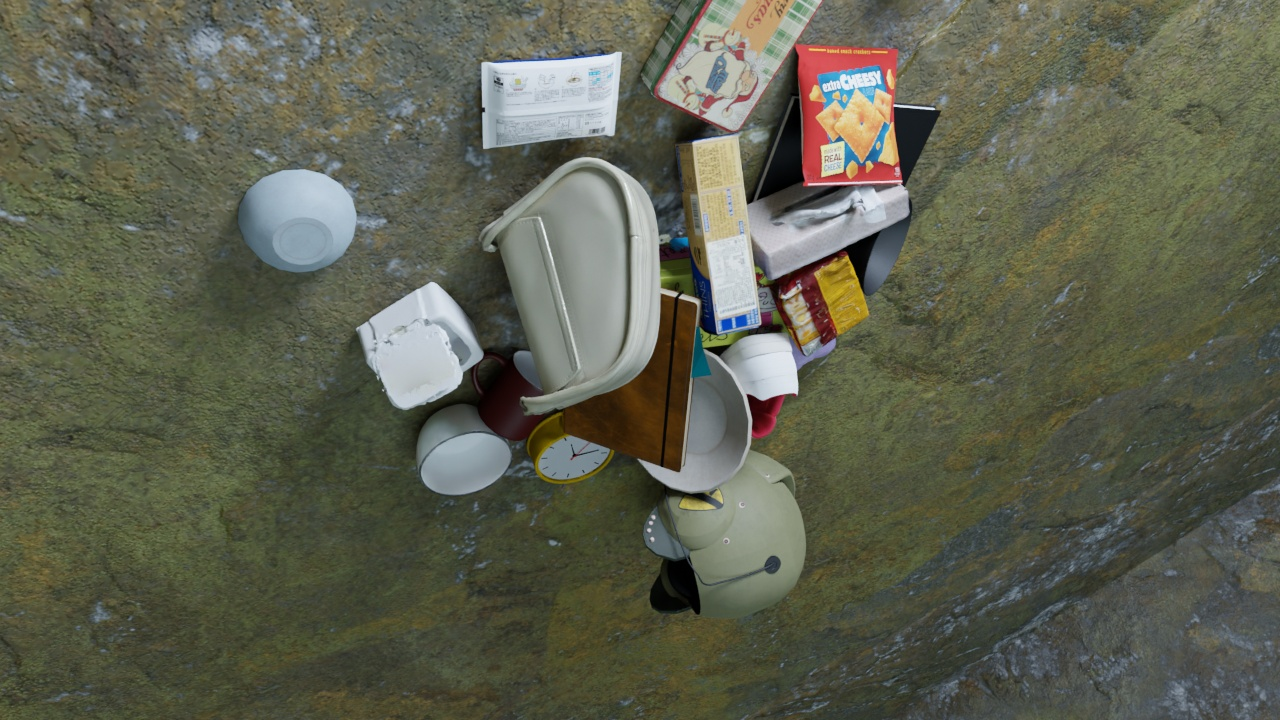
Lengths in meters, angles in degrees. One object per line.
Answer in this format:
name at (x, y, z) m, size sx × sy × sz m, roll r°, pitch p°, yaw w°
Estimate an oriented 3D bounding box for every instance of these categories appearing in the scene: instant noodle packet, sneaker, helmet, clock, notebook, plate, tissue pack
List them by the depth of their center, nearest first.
instant noodle packet at (-0.084, -0.246, 0.872) m, size 0.134 × 0.026 × 0.087 m, roll -11°, pitch 136°, yaw -19°
tissue pack at (0.203, -0.167, 1.025) m, size 0.181 × 0.103 × 0.071 m, roll -22°, pitch 134°, yaw -7°
notebook at (-0.008, 0.008, 1.056) m, size 0.014 × 0.178 × 0.250 m, roll -47°, pitch 148°, yaw -50°
notebook at (0.236, -0.232, 1.069) m, size 0.206 × 0.016 × 0.149 m, roll -3°, pitch 132°, yaw -26°
instant noodle packet at (0.213, -0.068, 1.085) m, size 0.098 × 0.039 × 0.135 m, roll -31°, pitch 136°, yaw 4°
plate at (0.060, 0.071, 1.143) m, size 0.027 × 0.188 × 0.189 m, roll -15°, pitch 144°, yaw -54°
sneaker at (0.129, 0.054, 1.175) m, size 0.090 × 0.104 × 0.237 m, roll -6°, pitch 161°, yaw -25°
clock at (-0.081, 0.107, 1.213) m, size 0.152 × 0.052 × 0.113 m, roll -43°, pitch 137°, yaw 22°
helmet at (0.108, 0.226, 1.264) m, size 0.232 × 0.255 × 0.251 m, roll -16°, pitch 140°, yaw -9°

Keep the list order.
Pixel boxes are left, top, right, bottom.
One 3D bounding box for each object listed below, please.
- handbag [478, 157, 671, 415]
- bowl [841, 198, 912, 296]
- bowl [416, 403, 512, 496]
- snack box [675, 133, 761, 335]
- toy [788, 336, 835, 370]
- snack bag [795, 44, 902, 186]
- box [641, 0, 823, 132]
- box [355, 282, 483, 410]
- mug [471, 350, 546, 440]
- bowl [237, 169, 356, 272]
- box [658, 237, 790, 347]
handbag at (-0.057, -0.073, 0.946) m, size 0.184 × 0.229 × 0.131 m, roll -17°, pitch 173°, yaw 17°
bowl at (0.275, -0.145, 1.106) m, size 0.123 × 0.052 × 0.124 m, roll -43°, pitch 148°, yaw -36°
bowl at (-0.220, 0.105, 1.122) m, size 0.116 × 0.065 × 0.116 m, roll -15°, pitch 137°, yaw -14°
snack box at (0.083, -0.133, 0.981) m, size 0.056 × 0.057 × 0.207 m, roll -13°, pitch 105°, yaw -16°
toy at (0.221, -0.024, 1.256) m, size 0.099 × 0.036 × 0.080 m, roll -25°, pitch 129°, yaw -11°
snack bag at (0.223, -0.260, 0.979) m, size 0.130 × 0.039 × 0.144 m, roll -6°, pitch 96°, yaw -23°
box at (0.097, -0.326, 0.873) m, size 0.117 × 0.050 × 0.206 m, roll 13°, pitch 124°, yaw -38°
box at (-0.225, 0.004, 0.972) m, size 0.110 × 0.130 × 0.103 m, roll -33°, pitch 140°, yaw 2°
mug at (-0.156, 0.034, 1.091) m, size 0.105 × 0.073 × 0.083 m, roll 33°, pitch 114°, yaw -14°
bowl at (-0.318, -0.123, 0.860) m, size 0.106 × 0.039 × 0.106 m, roll -15°, pitch 137°, yaw -15°
box at (0.095, -0.084, 1.092) m, size 0.220 × 0.082 × 0.125 m, roll -8°, pitch 135°, yaw -24°
